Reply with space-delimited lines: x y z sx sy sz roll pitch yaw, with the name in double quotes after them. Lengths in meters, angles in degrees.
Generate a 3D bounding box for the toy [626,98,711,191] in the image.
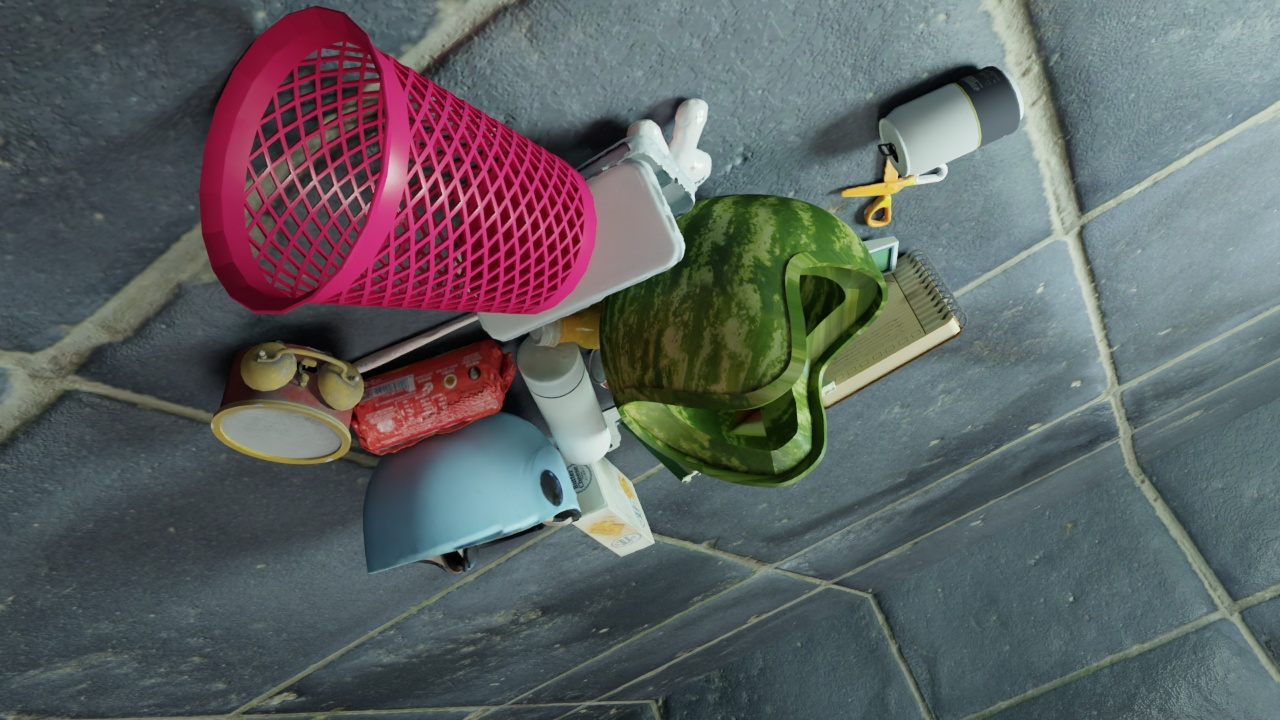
0.024 -0.163 0.781 0.076 0.037 0.126 -18 150 -11 "toy"

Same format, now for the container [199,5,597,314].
-0.148 -0.109 0.637 0.184 0.183 0.225 -38 155 26 "container"

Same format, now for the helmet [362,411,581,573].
-0.194 0.142 0.990 0.226 0.167 0.265 -20 178 13 "helmet"

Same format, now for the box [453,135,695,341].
-0.059 -0.084 0.753 0.217 0.109 0.107 -27 137 27 "box"

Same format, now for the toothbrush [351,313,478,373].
-0.203 -0.026 0.883 0.181 0.015 0.018 -24 144 2 "toothbrush"

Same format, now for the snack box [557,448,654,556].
-0.051 0.194 1.264 0.057 0.104 0.208 -26 151 6 "snack box"

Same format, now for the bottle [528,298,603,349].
-0.023 -0.040 0.941 0.185 0.053 0.053 -5 147 -29 "bottle"

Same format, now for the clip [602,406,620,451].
-0.047 0.088 1.168 0.101 0.038 0.054 -23 139 4 "clip"

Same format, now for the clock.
-0.310 0.025 0.823 0.117 0.081 0.159 17 145 -26 "clock"

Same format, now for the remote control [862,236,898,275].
0.215 -0.101 1.025 0.143 0.024 0.050 -19 141 -4 "remote control"

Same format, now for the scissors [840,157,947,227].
0.263 -0.180 0.941 0.129 0.011 0.125 -25 153 3 "scissors"

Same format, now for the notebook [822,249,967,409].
0.256 -0.042 1.003 0.168 0.225 0.024 -32 107 18 "notebook"

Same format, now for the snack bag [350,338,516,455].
-0.208 0.037 0.917 0.176 0.082 0.082 -19 151 -4 "snack bag"

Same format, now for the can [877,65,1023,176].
0.277 -0.215 0.837 0.127 0.064 0.064 -24 151 4 "can"

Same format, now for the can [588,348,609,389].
-0.006 0.006 1.030 0.096 0.054 0.054 2 143 -36 "can"

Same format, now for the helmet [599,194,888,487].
0.084 -0.035 0.830 0.243 0.246 0.213 14 156 27 "helmet"

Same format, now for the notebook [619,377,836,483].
0.083 0.050 1.006 0.181 0.010 0.252 -31 -165 -9 "notebook"

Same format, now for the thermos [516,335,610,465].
-0.082 0.047 1.035 0.068 0.068 0.230 -21 152 -3 "thermos"
